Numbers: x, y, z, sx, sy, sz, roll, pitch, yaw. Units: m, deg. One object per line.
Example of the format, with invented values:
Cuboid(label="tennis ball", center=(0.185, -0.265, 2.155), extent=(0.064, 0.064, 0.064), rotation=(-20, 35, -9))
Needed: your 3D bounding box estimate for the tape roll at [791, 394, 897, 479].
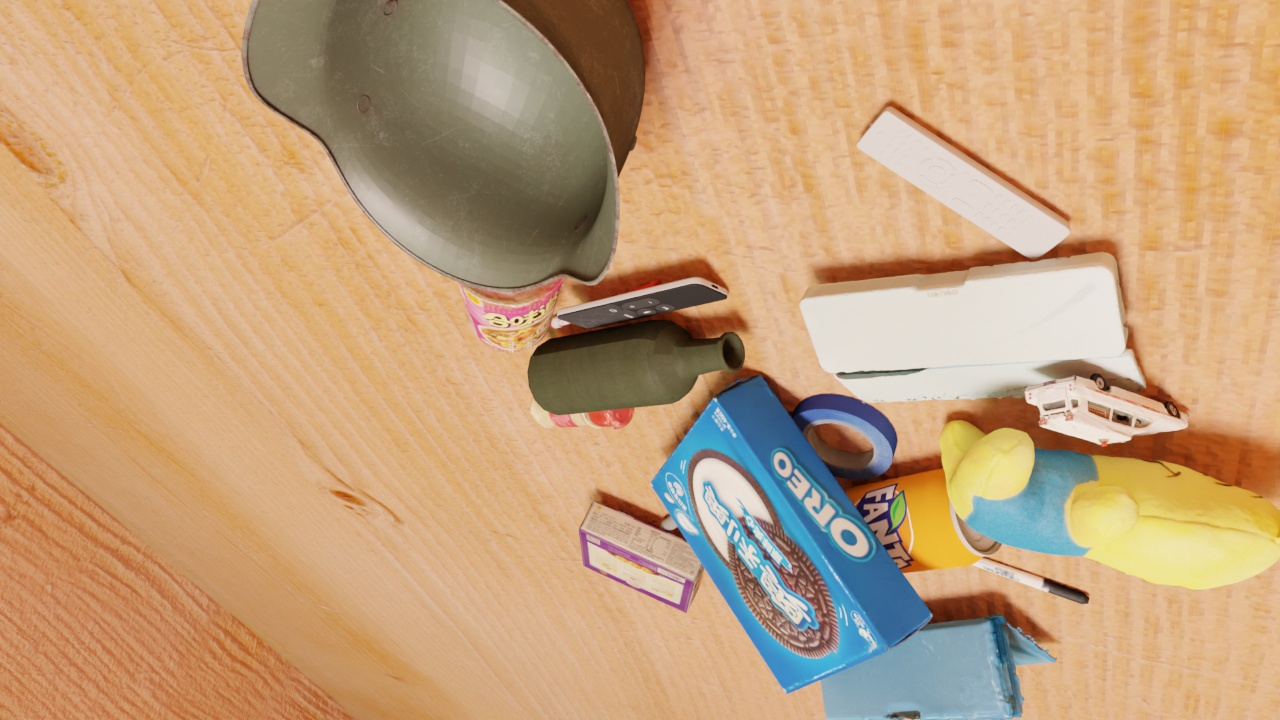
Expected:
Cuboid(label="tape roll", center=(0.169, 0.065, 0.773), extent=(0.093, 0.016, 0.091), rotation=(-16, 126, 47))

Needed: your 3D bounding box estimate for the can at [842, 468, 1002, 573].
Cuboid(label="can", center=(0.224, 0.137, 0.770), extent=(0.079, 0.078, 0.143), rotation=(42, 144, -18))

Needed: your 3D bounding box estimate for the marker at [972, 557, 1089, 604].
Cuboid(label="marker", center=(0.324, 0.188, 0.824), extent=(0.152, 0.011, 0.011), rotation=(18, 145, 17))

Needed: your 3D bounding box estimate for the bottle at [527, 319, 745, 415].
Cuboid(label="bottle", center=(-0.005, 0.004, 0.772), extent=(0.207, 0.071, 0.071), rotation=(-8, 131, 42))

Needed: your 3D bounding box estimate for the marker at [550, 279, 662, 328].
Cuboid(label="marker", center=(-0.033, -0.045, 0.780), extent=(0.143, 0.012, 0.013), rotation=(-15, 127, 46))

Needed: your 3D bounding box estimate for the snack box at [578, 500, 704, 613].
Cuboid(label="snack box", center=(0.002, 0.233, 1.074), extent=(0.143, 0.040, 0.148), rotation=(22, 153, 10))

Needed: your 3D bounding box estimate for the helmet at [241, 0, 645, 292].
Cuboid(label="helmet", center=(-0.089, -0.158, 0.549), extent=(0.227, 0.153, 0.269), rotation=(29, 146, -2))

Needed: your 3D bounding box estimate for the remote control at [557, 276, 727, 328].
Cuboid(label="remote control", center=(-0.001, -0.044, 0.734), extent=(0.147, 0.008, 0.045), rotation=(-10, 163, 38))

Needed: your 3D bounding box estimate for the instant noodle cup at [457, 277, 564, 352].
Cuboid(label="instant noodle cup", center=(-0.106, -0.062, 0.750), extent=(0.098, 0.097, 0.109), rotation=(26, 154, 5))

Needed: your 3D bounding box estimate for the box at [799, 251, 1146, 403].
Cuboid(label="box", center=(0.218, -0.009, 0.613), extent=(0.198, 0.049, 0.136), rotation=(-3, 142, 36))

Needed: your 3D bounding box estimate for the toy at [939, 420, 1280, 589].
Cuboid(label="toy", center=(0.316, 0.101, 0.625), extent=(0.214, 0.084, 0.149), rotation=(15, -178, 9))

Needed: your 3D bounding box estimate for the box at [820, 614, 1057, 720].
Cuboid(label="box", center=(0.295, 0.314, 0.929), extent=(0.102, 0.094, 0.232), rotation=(9, 156, -32))

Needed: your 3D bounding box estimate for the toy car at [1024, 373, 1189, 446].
Cuboid(label="toy car", center=(0.301, 0.037, 0.590), extent=(0.113, 0.039, 0.039), rotation=(17, 160, -25))

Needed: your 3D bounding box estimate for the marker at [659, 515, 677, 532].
Cuboid(label="marker", center=(0.055, 0.159, 0.977), extent=(0.016, 0.016, 0.141), rotation=(34, 146, -7))

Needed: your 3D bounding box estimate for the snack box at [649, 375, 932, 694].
Cuboid(label="snack box", center=(0.115, 0.157, 0.798), extent=(0.238, 0.056, 0.196), rotation=(56, 151, 16))

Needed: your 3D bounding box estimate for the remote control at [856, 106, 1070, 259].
Cuboid(label="remote control", center=(0.190, -0.104, 0.541), extent=(0.131, 0.012, 0.033), rotation=(32, 148, -4))

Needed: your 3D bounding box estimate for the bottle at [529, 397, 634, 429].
Cuboid(label="bottle", center=(-0.058, 0.046, 0.889), extent=(0.109, 0.044, 0.044), rotation=(-4, 134, 40))
